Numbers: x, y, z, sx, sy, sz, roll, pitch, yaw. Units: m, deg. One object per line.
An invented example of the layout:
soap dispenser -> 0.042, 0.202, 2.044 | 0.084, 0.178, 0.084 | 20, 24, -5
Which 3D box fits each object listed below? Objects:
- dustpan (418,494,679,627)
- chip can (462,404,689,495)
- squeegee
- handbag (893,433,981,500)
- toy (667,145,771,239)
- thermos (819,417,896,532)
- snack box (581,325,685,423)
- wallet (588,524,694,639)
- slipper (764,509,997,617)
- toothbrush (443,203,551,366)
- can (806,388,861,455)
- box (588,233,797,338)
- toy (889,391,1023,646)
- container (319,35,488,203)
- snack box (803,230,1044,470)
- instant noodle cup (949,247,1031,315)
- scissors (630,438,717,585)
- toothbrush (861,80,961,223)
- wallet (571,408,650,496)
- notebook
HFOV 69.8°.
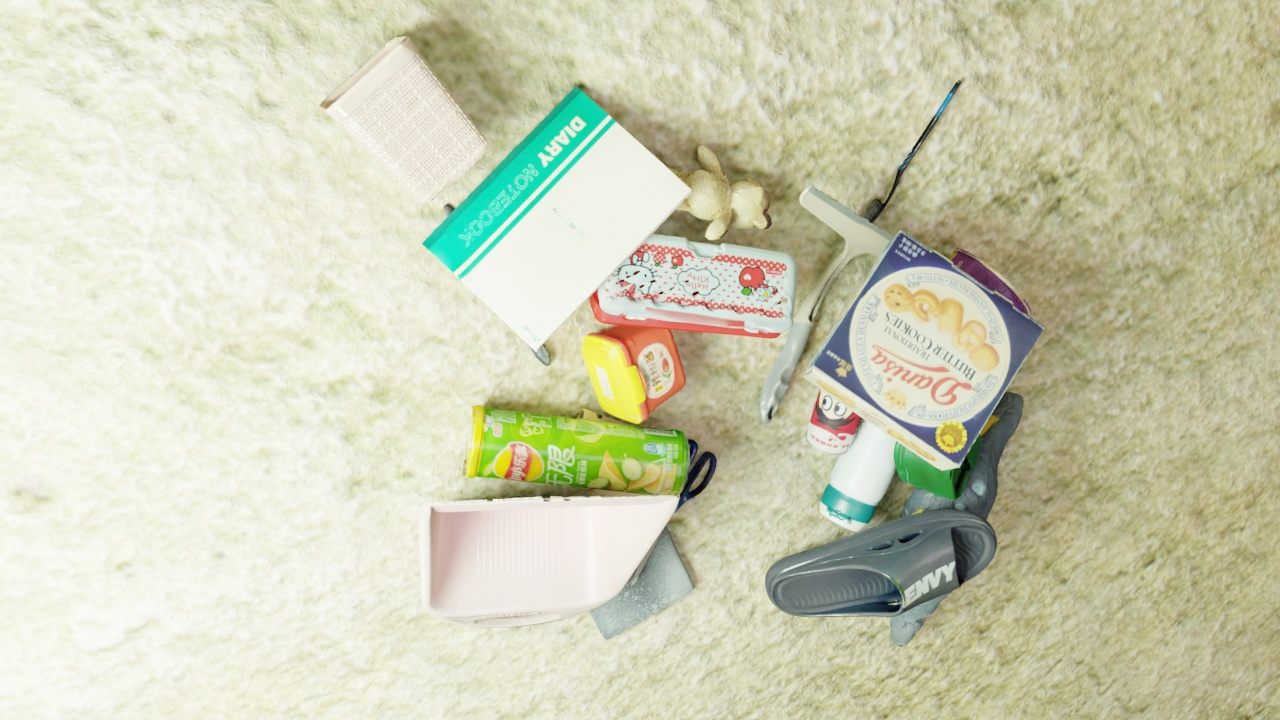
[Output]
dustpan -> -0.097, 0.199, 0.871 | 0.222, 0.274, 0.138 | 0, 82, -14
chip can -> -0.061, 0.092, 0.908 | 0.221, 0.072, 0.072 | 8, 102, -12
squeegee -> 0.187, -0.043, 1.005 | 0.246, 0.039, 0.247 | 18, 105, -42
handbag -> 0.342, 0.087, 1.034 | 0.120, 0.068, 0.131 | -60, 147, -17
toy -> 0.054, -0.161, 0.912 | 0.157, 0.066, 0.105 | 4, 61, -18
thermos -> 0.277, 0.091, 1.063 | 0.073, 0.073, 0.224 | 20, 98, -25
snack box -> -0.005, 0.005, 0.926 | 0.080, 0.082, 0.091 | -29, 115, -26
wallet -> -0.008, 0.245, 1.025 | 0.120, 0.019, 0.097 | -28, 111, -10
slipper -> 0.275, 0.253, 1.042 | 0.268, 0.083, 0.111 | -18, 120, 15
toothbrush -> -0.135, -0.069, 0.885 | 0.014, 0.017, 0.189 | -35, 113, -9
can -> 0.226, 0.037, 1.019 | 0.053, 0.053, 0.133 | 1, 118, -21
box -> 0.055, -0.077, 0.892 | 0.201, 0.094, 0.092 | 5, 128, -16
toy -> 0.375, 0.200, 1.126 | 0.137, 0.091, 0.356 | 9, 104, -51
container -> -0.198, -0.202, 0.783 | 0.090, 0.090, 0.111 | -44, 118, -5
snack box -> 0.292, -0.010, 0.948 | 0.178, 0.046, 0.182 | 34, 80, 1
instant noodle cup -> 0.363, -0.054, 1.035 | 0.111, 0.111, 0.099 | 38, 98, -26
scissors -> 0.022, 0.160, 0.989 | 0.172, 0.012, 0.128 | -39, 130, -25
toothbrush -> 0.297, -0.228, 1.007 | 0.016, 0.014, 0.189 | 32, 92, -2
wallet -> -0.027, 0.108, 0.975 | 0.115, 0.024, 0.087 | 21, 92, -25
notebook -> -0.077, -0.133, 0.848 | 0.150, 0.012, 0.209 | 43, 85, 5
